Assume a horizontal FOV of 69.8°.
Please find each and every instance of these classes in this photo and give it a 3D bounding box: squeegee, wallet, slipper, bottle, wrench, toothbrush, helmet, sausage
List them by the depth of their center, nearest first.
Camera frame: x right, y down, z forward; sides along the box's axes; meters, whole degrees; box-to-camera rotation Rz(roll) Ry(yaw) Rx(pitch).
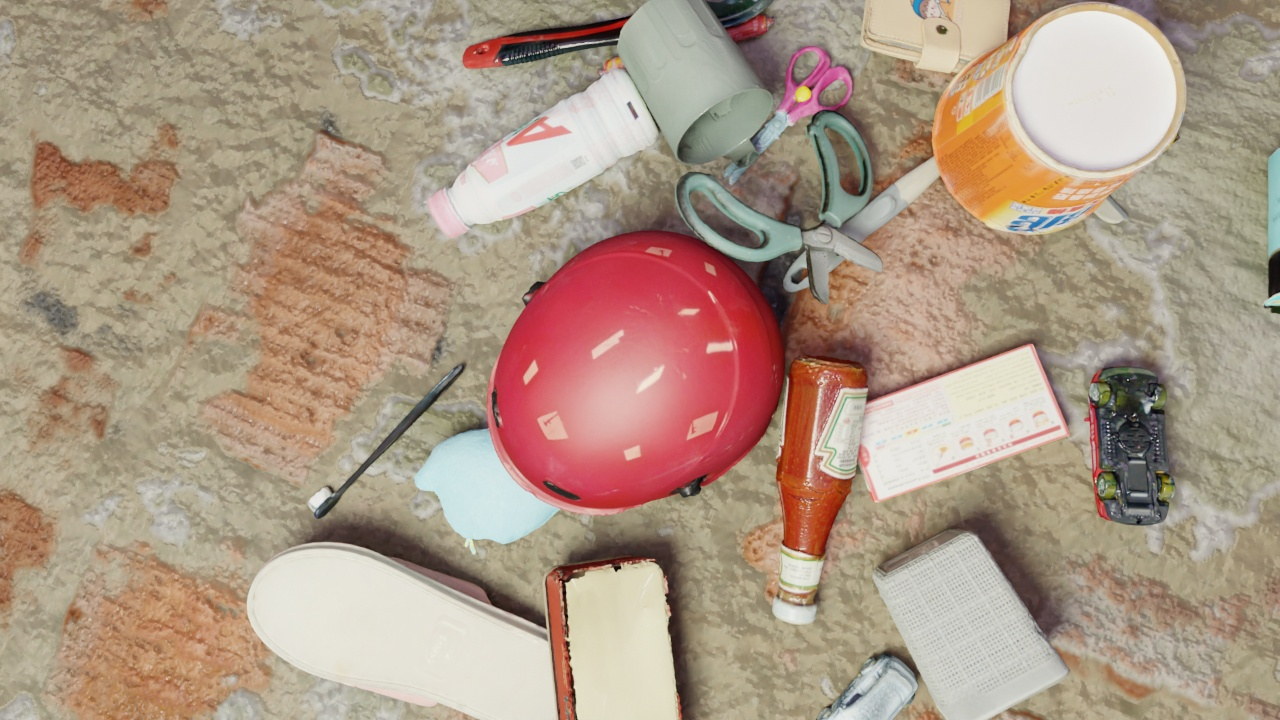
[{"bbox_3d":[-0.004,0.004,0.678,0.239,0.144,0.207,-37,82,-11],"label":"helmet"},{"bbox_3d":[0.131,0.100,0.705,0.060,0.059,0.206,8,98,7],"label":"bottle"},{"bbox_3d":[0.236,-0.268,0.732,0.115,0.024,0.087,14,70,-4],"label":"wallet"},{"bbox_3d":[0.213,-0.137,0.733,0.246,0.039,0.246,-38,82,3],"label":"squeegee"},{"bbox_3d":[-0.178,0.222,0.740,0.274,0.054,0.114,20,91,-3],"label":"slipper"},{"bbox_3d":[-0.083,-0.165,0.760,0.197,0.068,0.068,-28,82,7],"label":"bottle"},{"bbox_3d":[0.038,-0.265,0.775,0.156,0.020,0.020,-15,83,6],"label":"sausage"},{"bbox_3d":[-0.021,-0.283,0.778,0.273,0.016,0.056,-10,54,7],"label":"wrench"},{"bbox_3d":[-0.216,0.067,0.780,0.181,0.015,0.018,-44,73,2],"label":"toothbrush"}]

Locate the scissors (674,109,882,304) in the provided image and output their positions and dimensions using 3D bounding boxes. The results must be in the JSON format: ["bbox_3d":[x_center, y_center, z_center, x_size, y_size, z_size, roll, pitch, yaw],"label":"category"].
[{"bbox_3d":[0.113,-0.131,0.698,0.173,0.019,0.169,19,65,-8],"label":"scissors"}]

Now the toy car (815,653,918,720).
[{"bbox_3d":[0.174,0.269,0.705,0.043,0.034,0.090,42,92,5],"label":"toy car"}]

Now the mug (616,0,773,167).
[{"bbox_3d":[0.046,-0.212,0.715,0.084,0.124,0.103,-33,74,13],"label":"mug"}]

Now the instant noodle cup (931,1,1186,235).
[{"bbox_3d":[0.299,-0.174,0.656,0.151,0.111,0.151,0,87,1],"label":"instant noodle cup"}]

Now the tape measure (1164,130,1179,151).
[{"bbox_3d":[0.391,-0.185,0.720,0.060,0.029,0.057,0,85,7],"label":"tape measure"}]

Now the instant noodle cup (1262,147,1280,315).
[{"bbox_3d":[0.511,-0.102,0.665,0.111,0.111,0.120,0,78,7],"label":"instant noodle cup"}]

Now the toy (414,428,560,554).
[{"bbox_3d":[-0.098,0.084,0.747,0.161,0.050,0.156,13,77,3],"label":"toy"}]

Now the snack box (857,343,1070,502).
[{"bbox_3d":[0.243,0.049,0.718,0.156,0.027,0.077,-20,82,5],"label":"snack box"}]

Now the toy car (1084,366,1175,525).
[{"bbox_3d":[0.366,0.064,0.693,0.053,0.045,0.120,3,79,5],"label":"toy car"}]

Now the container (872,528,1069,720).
[{"bbox_3d":[0.235,0.191,0.677,0.090,0.090,0.114,-29,79,3],"label":"container"}]

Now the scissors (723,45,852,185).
[{"bbox_3d":[0.119,-0.196,0.763,0.063,0.017,0.135,39,95,0],"label":"scissors"}]

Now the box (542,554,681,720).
[{"bbox_3d":[-0.017,0.236,0.694,0.091,0.080,0.168,-5,84,-20],"label":"box"}]
